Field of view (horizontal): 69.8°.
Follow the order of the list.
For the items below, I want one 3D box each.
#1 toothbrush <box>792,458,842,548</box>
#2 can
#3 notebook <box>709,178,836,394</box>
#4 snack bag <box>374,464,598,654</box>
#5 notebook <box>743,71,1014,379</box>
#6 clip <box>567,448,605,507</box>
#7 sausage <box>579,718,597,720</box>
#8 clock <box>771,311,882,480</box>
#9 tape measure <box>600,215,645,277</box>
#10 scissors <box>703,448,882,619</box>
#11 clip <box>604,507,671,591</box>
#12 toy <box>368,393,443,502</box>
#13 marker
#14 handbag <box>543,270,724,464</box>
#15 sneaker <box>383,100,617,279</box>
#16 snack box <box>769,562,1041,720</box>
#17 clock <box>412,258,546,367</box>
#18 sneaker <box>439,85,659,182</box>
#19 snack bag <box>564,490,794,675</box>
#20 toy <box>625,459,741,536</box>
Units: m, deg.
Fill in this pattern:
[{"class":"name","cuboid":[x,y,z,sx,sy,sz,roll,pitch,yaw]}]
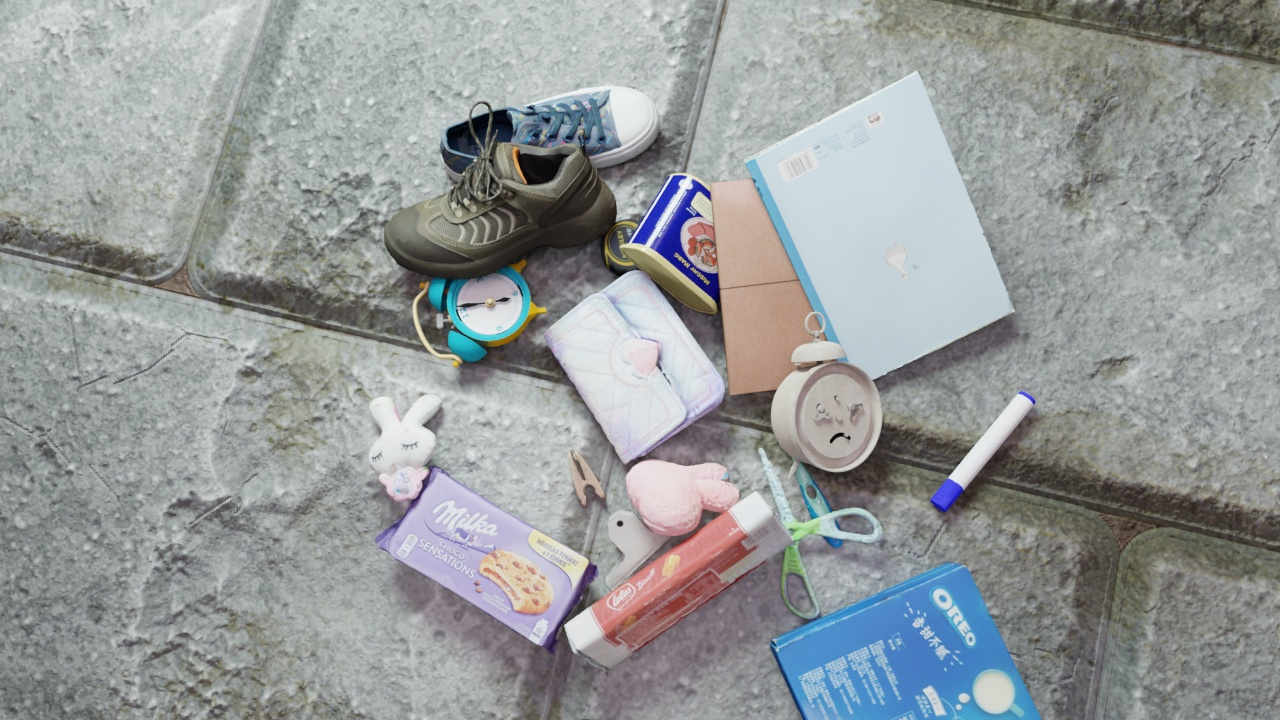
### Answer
[{"class":"toothbrush","cuboid":[0.165,0.123,0.907,0.022,0.017,0.135,-25,84,-3]},{"class":"can","cuboid":[0.051,-0.116,0.911,0.116,0.057,0.092,37,79,-31]},{"class":"notebook","cuboid":[0.147,-0.076,0.899,0.141,0.008,0.209,-7,103,-1]},{"class":"snack bag","cuboid":[-0.147,0.190,0.892,0.205,0.058,0.096,29,79,11]},{"class":"notebook","cuboid":[0.232,-0.119,0.883,0.181,0.009,0.253,-26,103,4]},{"class":"clip","cuboid":[-0.053,0.117,0.916,0.052,0.026,0.059,14,82,3]},{"class":"sausage","cuboid":[0.008,0.360,0.874,0.155,0.020,0.020,7,81,4]},{"class":"clock","cuboid":[0.172,0.032,0.884,0.103,0.061,0.157,-8,93,-26]},{"class":"tape measure","cuboid":[-0.011,-0.115,0.946,0.061,0.034,0.061,-9,79,-1]},{"class":"scissors","cuboid":[0.151,0.165,0.894,0.172,0.023,0.171,-18,87,14]},{"class":"clip","cuboid":[-0.009,0.173,0.910,0.101,0.045,0.055,-42,88,-5]},{"class":"toy","cuboid":[-0.235,0.084,0.911,0.079,0.038,0.122,-15,57,7]},{"class":"marker","cuboid":[0.336,0.089,0.900,0.020,0.020,0.141,41,85,9]},{"class":"handbag","cuboid":[-0.005,0.005,0.911,0.126,0.069,0.158,-34,83,-1]},{"class":"sneaker","cuboid":[-0.148,-0.165,0.893,0.238,0.143,0.101,-13,49,1]},{"class":"snack box","cuboid":[0.257,0.333,0.846,0.195,0.056,0.238,-23,79,-1]},{"class":"clock","cuboid":[-0.167,-0.053,0.942,0.129,0.044,0.099,-23,80,-8]},{"class":"sneaker","cuboid":[-0.098,-0.243,0.950,0.235,0.079,0.087,-11,80,1]},{"class":"snack bag","cuboid":[0.037,0.209,0.860,0.225,0.077,0.041,-34,50,3]},{"class":"toy","cuboid":[0.042,0.126,0.879,0.105,0.108,0.053,-8,113,-12]}]
